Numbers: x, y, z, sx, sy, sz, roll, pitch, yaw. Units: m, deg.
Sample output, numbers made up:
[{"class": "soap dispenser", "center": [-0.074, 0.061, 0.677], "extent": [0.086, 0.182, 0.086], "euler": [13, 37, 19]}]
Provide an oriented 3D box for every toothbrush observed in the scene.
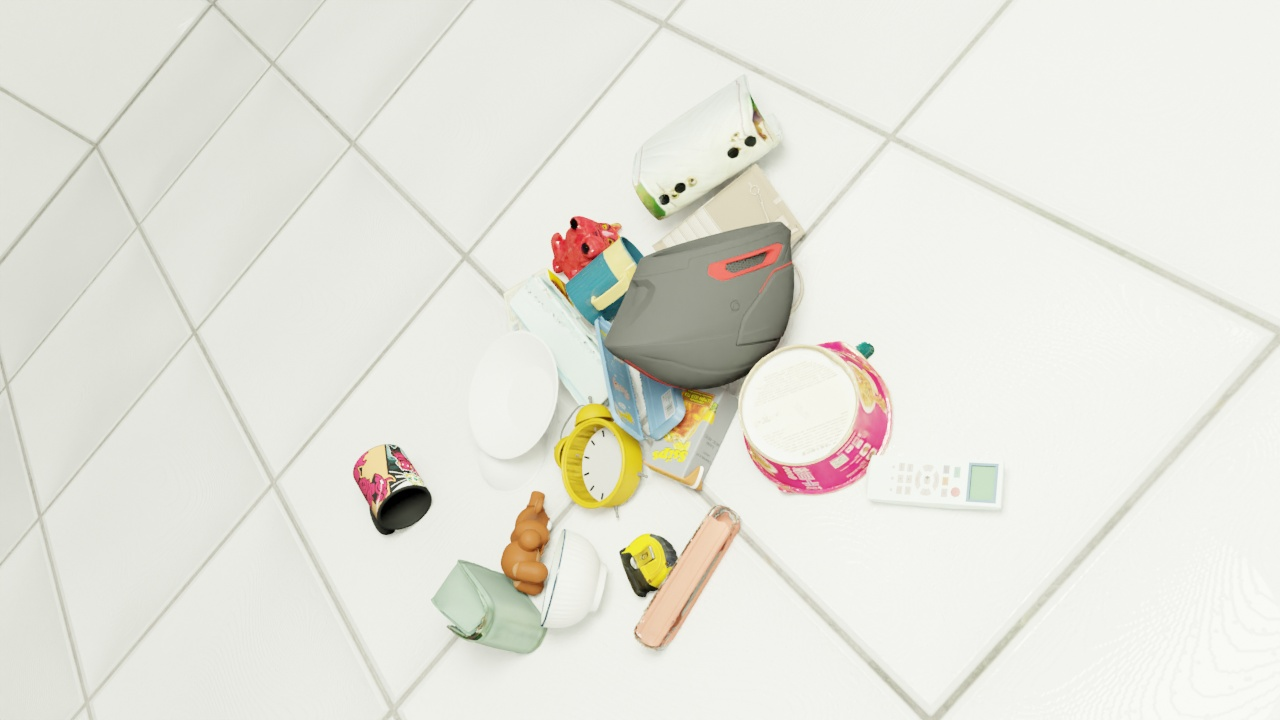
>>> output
[{"class": "toothbrush", "center": [0.201, 0.045, 1.084], "extent": [0.190, 0.017, 0.016], "euler": [-43, 54, 7]}]

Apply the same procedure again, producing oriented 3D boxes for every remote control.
[{"class": "remote control", "center": [0.309, 0.129, 0.968], "extent": [0.144, 0.024, 0.049], "euler": [-1, 67, 34]}]

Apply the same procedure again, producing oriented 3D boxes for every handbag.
[{"class": "handbag", "center": [-0.188, 0.311, 1.134], "extent": [0.106, 0.122, 0.067], "euler": [36, 89, 39]}, {"class": "handbag", "center": [0.138, -0.127, 1.199], "extent": [0.176, 0.062, 0.198], "euler": [-38, 61, 12]}, {"class": "handbag", "center": [0.091, -0.283, 1.247], "extent": [0.199, 0.096, 0.141], "euler": [-30, 28, 21]}]

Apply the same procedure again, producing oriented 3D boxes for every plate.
[{"class": "plate", "center": [-0.163, 0.049, 1.246], "extent": [0.174, 0.036, 0.173], "euler": [-11, 73, 37]}]

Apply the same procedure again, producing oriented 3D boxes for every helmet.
[{"class": "helmet", "center": [0.079, -0.054, 1.085], "extent": [0.164, 0.264, 0.170], "euler": [9, 115, 63]}]

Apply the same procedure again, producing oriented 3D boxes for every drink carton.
[{"class": "drink carton", "center": [0.064, 0.090, 1.130], "extent": [0.076, 0.048, 0.124], "euler": [19, 78, 38]}]

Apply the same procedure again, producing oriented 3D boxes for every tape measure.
[{"class": "tape measure", "center": [0.011, 0.239, 1.096], "extent": [0.064, 0.037, 0.065], "euler": [-34, 53, 15]}]

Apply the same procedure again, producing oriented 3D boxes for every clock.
[{"class": "clock", "center": [-0.057, 0.123, 1.179], "extent": [0.114, 0.052, 0.152], "euler": [-56, 50, 20]}]

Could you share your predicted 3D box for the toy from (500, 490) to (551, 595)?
[{"class": "toy", "center": [-0.139, 0.232, 1.187], "extent": [0.095, 0.065, 0.127], "euler": [123, 164, -51]}]

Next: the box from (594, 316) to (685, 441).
[{"class": "box", "center": [-0.001, 0.005, 1.167], "extent": [0.074, 0.077, 0.208], "euler": [-40, 36, 22]}]

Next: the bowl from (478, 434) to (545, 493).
[{"class": "bowl", "center": [-0.189, 0.126, 1.279], "extent": [0.110, 0.040, 0.109], "euler": [-15, 60, 26]}]

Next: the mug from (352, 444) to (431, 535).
[{"class": "mug", "center": [-0.368, 0.199, 1.343], "extent": [0.098, 0.081, 0.118], "euler": [45, 122, 39]}]

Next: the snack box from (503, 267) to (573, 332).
[{"class": "snack box", "center": [-0.144, -0.065, 1.333], "extent": [0.084, 0.061, 0.105], "euler": [-28, 55, 18]}]

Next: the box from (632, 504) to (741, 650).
[{"class": "box", "center": [0.060, 0.253, 1.068], "extent": [0.058, 0.062, 0.188], "euler": [34, 85, 14]}]

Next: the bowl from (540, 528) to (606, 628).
[{"class": "bowl", "center": [-0.077, 0.268, 1.109], "extent": [0.062, 0.118, 0.118], "euler": [14, 70, -6]}]

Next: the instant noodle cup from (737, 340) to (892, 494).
[{"class": "instant noodle cup", "center": [0.186, 0.057, 1.033], "extent": [0.179, 0.077, 0.178], "euler": [-9, 70, 25]}]

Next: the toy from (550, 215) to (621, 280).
[{"class": "toy", "center": [-0.078, -0.155, 1.350], "extent": [0.133, 0.093, 0.088], "euler": [-28, 80, 49]}]

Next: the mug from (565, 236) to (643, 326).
[{"class": "mug", "center": [-0.042, -0.103, 1.260], "extent": [0.107, 0.083, 0.113], "euler": [-35, 16, 14]}]

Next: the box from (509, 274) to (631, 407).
[{"class": "box", "center": [-0.099, -0.024, 1.244], "extent": [0.199, 0.065, 0.083], "euler": [51, 132, 11]}]
